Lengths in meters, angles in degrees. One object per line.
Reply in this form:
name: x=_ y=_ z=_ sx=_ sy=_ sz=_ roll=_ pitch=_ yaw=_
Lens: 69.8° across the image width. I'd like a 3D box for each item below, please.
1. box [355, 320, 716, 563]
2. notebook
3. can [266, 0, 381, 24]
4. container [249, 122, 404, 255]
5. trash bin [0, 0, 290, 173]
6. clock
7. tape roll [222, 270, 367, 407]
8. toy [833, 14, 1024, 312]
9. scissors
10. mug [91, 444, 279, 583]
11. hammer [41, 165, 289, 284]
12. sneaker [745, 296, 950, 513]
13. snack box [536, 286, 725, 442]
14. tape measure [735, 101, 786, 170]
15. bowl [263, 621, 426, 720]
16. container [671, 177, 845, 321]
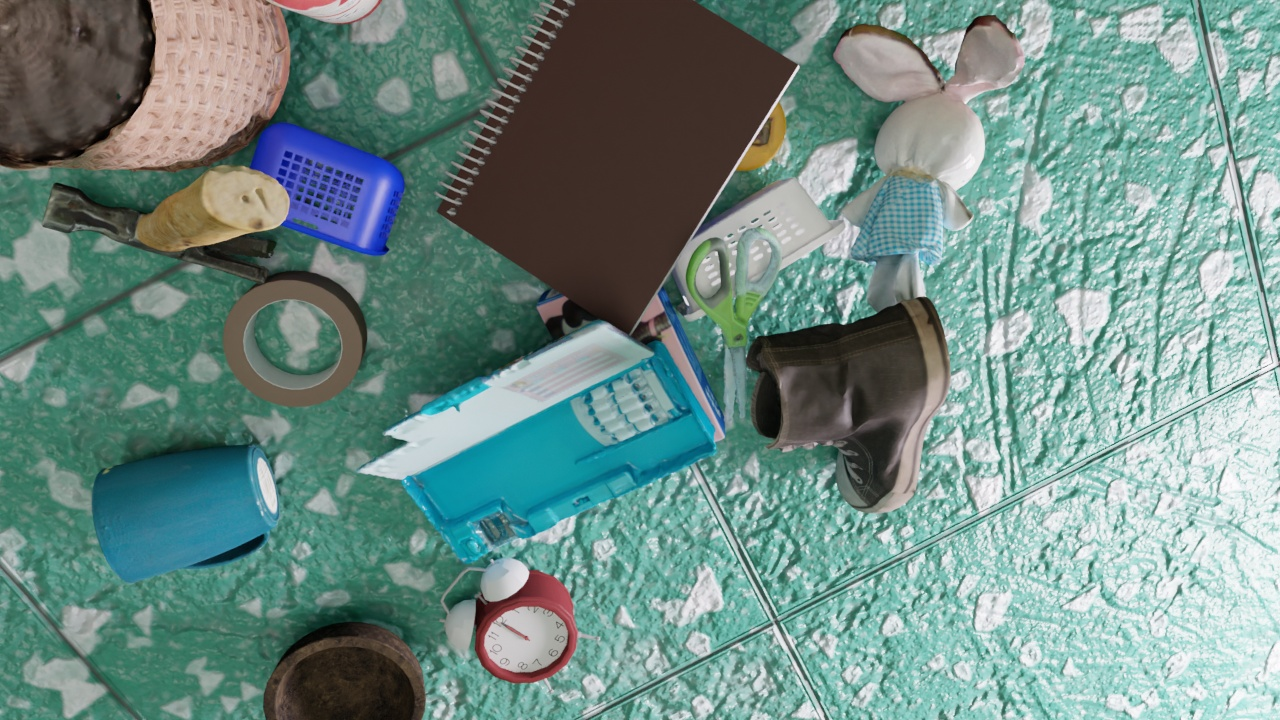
box: x=-0.081 y=0.051 z=0.659 sx=0.227 sy=0.073 sz=0.181 roll=-26 pitch=134 yaw=16
notebook: x=-0.024 y=-0.150 z=0.621 sx=0.171 sy=0.022 sz=0.209 roll=33 pitch=101 yaw=5
can: x=-0.184 y=-0.229 z=0.520 sx=0.067 sy=0.170 sz=0.067 roll=-3 pitch=108 yaw=-10
container: x=-0.201 y=-0.111 z=0.589 sx=0.096 sy=0.114 sz=0.058 roll=19 pitch=95 yaw=-15
trash bin: x=-0.268 y=-0.160 z=0.456 sx=0.151 sy=0.210 sz=0.151 roll=-4 pitch=109 yaw=-11
clock: x=-0.103 y=0.213 z=0.750 sx=0.124 sy=0.044 sz=0.087 roll=37 pitch=99 yaw=-20
tape roll: x=-0.245 y=-0.015 z=0.656 sx=0.093 sy=0.030 sz=0.094 roll=-3 pitch=109 yaw=-8
toy: x=0.205 y=-0.127 z=0.651 sx=0.105 sy=0.131 sz=0.205 roll=2 pitch=94 yaw=-52
scissors: x=0.062 y=-0.016 z=0.643 sx=0.072 sy=0.033 sz=0.176 roll=-18 pitch=130 yaw=-15
mug: x=-0.319 y=0.113 z=0.669 sx=0.104 sy=0.084 sz=0.112 roll=-16 pitch=139 yaw=-10
hammer: x=-0.240 y=-0.073 z=0.491 sx=0.132 sy=0.331 sz=0.033 roll=18 pitch=84 yaw=-33
sneaker: x=0.141 y=0.048 z=0.673 sx=0.120 sy=0.095 sz=0.235 roll=-9 pitch=151 yaw=0
snack box: x=-0.004 y=0.004 z=0.689 sx=0.088 sy=0.033 sz=0.154 roll=-20 pitch=111 yaw=16
tape measure: x=0.074 y=-0.166 z=0.659 sx=0.059 sy=0.030 sz=0.068 roll=1 pitch=109 yaw=-8
bowl: x=-0.233 y=0.257 z=0.737 sx=0.121 sy=0.056 sz=0.121 roll=-3 pitch=109 yaw=-8
container: x=0.074 y=-0.084 z=0.663 sx=0.129 sy=0.080 sz=0.049 roll=-31 pitch=99 yaw=2
